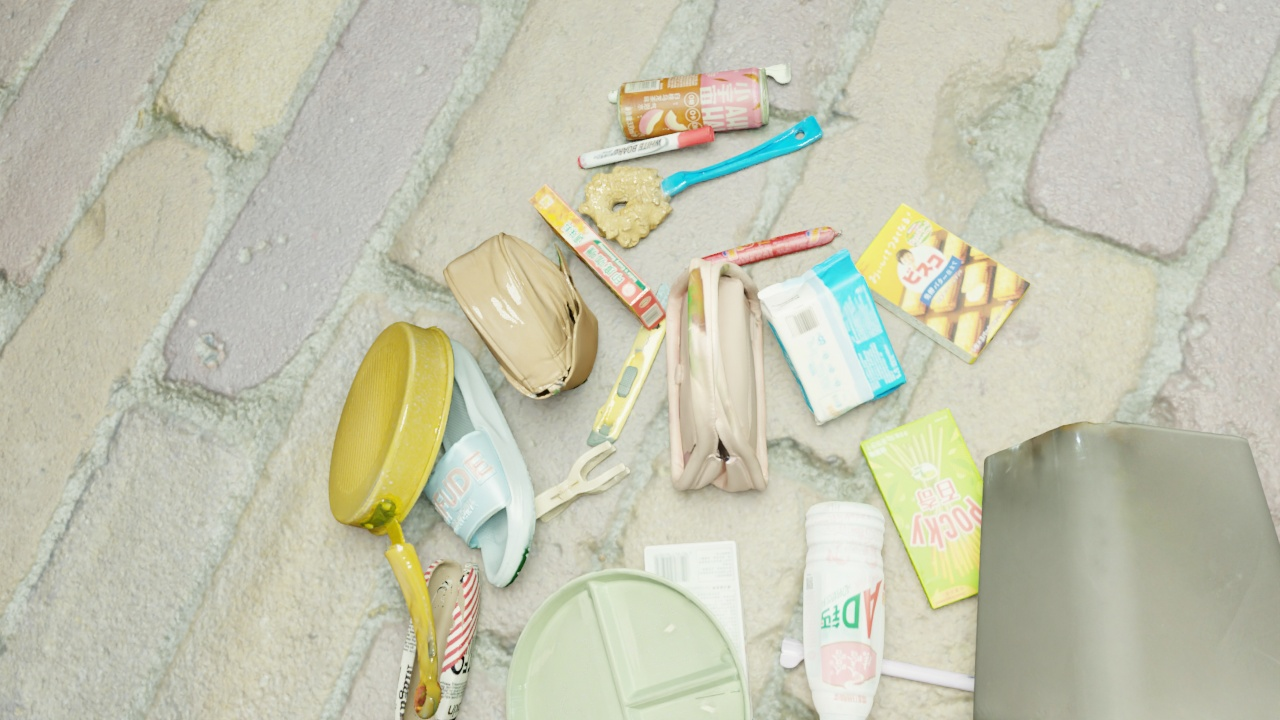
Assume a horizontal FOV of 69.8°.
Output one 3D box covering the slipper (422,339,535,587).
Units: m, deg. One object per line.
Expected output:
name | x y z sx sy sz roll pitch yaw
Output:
slipper | -0.164 0.090 0.850 0.074 0.104 0.245 -10 65 -35

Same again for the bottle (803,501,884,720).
bottle | 0.169 0.220 0.768 0.068 0.068 0.196 2 69 11

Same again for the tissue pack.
tissue pack | 0.171 -0.018 0.820 0.090 0.063 0.140 -26 104 3

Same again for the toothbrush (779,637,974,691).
toothbrush | 0.216 0.266 0.788 0.189 0.021 0.029 7 46 11

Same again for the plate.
plate | -0.013 0.297 0.795 0.231 0.027 0.230 -6 76 23

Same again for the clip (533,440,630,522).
clip | -0.061 0.114 0.852 0.103 0.076 0.034 -30 73 -9

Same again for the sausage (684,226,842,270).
sausage | 0.119 -0.107 0.893 0.156 0.020 0.020 -14 75 7

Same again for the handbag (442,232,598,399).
handbag | -0.094 -0.041 0.825 0.100 0.204 0.148 -32 89 3

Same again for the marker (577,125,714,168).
marker | 0.004 -0.213 0.922 0.145 0.017 0.017 -7 75 23

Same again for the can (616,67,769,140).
can | 0.053 -0.255 0.916 0.147 0.058 0.058 -3 76 12

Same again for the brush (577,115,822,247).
brush | 0.060 -0.185 0.915 0.254 0.046 0.083 -22 70 1

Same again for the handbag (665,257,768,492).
handbag | 0.061 0.004 0.764 0.093 0.234 0.193 -3 75 5

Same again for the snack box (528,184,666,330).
snack box | -0.040 -0.099 0.883 0.027 0.077 0.156 -43 69 -1

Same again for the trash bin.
trash bin | 0.362 0.174 0.690 0.199 0.199 0.219 7 69 -10

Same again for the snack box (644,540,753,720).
snack box | 0.051 0.242 0.819 0.085 0.027 0.156 -6 77 10

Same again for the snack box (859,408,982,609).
snack box | 0.263 0.129 0.807 0.086 0.026 0.156 -22 75 5

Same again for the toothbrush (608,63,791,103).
toothbrush | 0.059 -0.283 0.945 0.190 0.020 0.029 -5 46 10

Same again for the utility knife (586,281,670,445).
utility knife | -0.005 0.005 0.894 0.031 0.019 0.176 22 77 11

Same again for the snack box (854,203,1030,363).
snack box | 0.274 -0.072 0.849 0.140 0.034 0.087 37 85 18

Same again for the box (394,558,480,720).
box | -0.190 0.264 0.841 0.076 0.075 0.163 6 80 5

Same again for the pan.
pan | -0.209 0.127 0.802 0.198 0.078 0.356 -44 40 39
